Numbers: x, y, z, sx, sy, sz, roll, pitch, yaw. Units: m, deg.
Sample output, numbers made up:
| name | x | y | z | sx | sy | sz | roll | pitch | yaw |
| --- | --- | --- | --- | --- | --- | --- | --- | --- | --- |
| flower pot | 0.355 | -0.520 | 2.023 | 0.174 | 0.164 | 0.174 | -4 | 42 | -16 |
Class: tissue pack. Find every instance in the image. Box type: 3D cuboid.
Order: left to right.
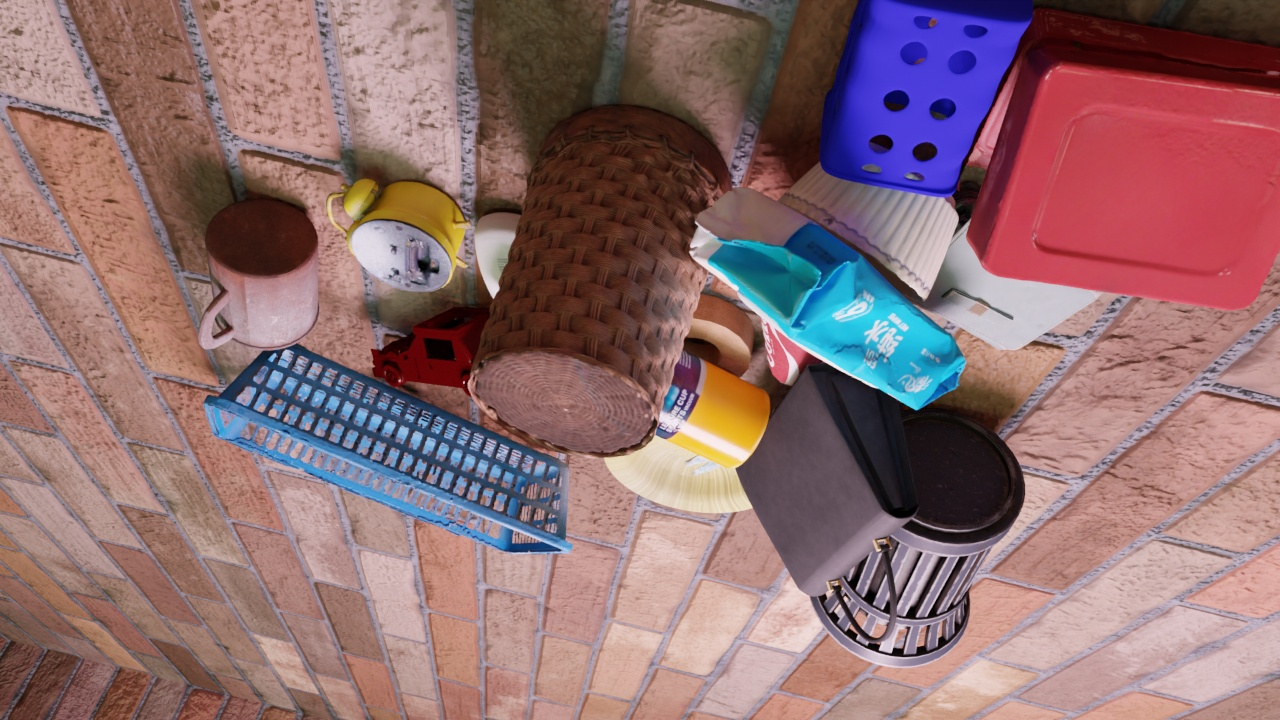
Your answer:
| name | x | y | z | sx | sy | sz | roll | pitch | yaw |
| --- | --- | --- | --- | --- | --- | --- | --- | --- | --- |
| tissue pack | 0.129 | -0.036 | 0.605 | 0.209 | 0.117 | 0.066 | 25 | 103 | -45 |

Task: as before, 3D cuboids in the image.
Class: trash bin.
| name | x | y | z | sx | sy | sz | roll | pitch | yaw |
| --- | --- | --- | --- | --- | --- | --- | --- | --- | --- |
| trash bin | -0.024 | -0.048 | 0.624 | 0.151 | 0.209 | 0.151 | 10 | 145 | 7 |
| trash bin | 0.257 | 0.164 | 0.864 | 0.164 | 0.163 | 0.228 | 9 | 140 | 7 |

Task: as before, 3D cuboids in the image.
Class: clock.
| name | x | y | z | sx | sy | sz | roll | pitch | yaw |
| --- | --- | --- | --- | --- | --- | --- | --- | --- | --- |
| clock | -0.197 | -0.103 | 0.738 | 0.118 | 0.057 | 0.083 | 16 | 145 | -3 |

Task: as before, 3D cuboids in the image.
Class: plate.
| name | x | y | z | sx | sy | sz | roll | pitch | yaw |
| --- | --- | --- | --- | --- | --- | --- | --- | --- | --- |
| plate | 0.056 | 0.093 | 0.932 | 0.184 | 0.036 | 0.185 | 8 | 143 | 6 |

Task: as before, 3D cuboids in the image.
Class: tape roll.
| name | x | y | z | sx | sy | sz | roll | pitch | yaw |
| --- | --- | --- | --- | --- | --- | --- | --- | --- | --- |
| tape roll | 0.051 | -0.017 | 0.796 | 0.094 | 0.027 | 0.094 | 9 | 144 | 7 |

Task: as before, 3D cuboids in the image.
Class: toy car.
| name | x | y | z | sx | sy | sz | roll | pitch | yaw |
| --- | --- | --- | --- | --- | --- | --- | --- | --- | --- |
| toy car | -0.170 | -0.010 | 0.831 | 0.170 | 0.070 | 0.062 | 6 | 115 | 33 |

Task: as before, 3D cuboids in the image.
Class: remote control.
| name | x | y | z | sx | sy | sz | roll | pitch | yaw |
| --- | --- | --- | --- | --- | --- | --- | --- | --- | --- |
| remote control | -0.103 | -0.076 | 0.767 | 0.060 | 0.028 | 0.114 | 3 | 143 | 16 |

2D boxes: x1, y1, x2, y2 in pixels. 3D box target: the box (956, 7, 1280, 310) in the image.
| name | x | y | z | sx | sy | sz | roll | pitch | yaw |
| --- | --- | --- | --- | --- | --- | --- | --- | --- | --- |
| box | 0.275 | -0.110 | 0.515 | 0.157 | 0.126 | 0.137 | 10 | 139 | 5 |

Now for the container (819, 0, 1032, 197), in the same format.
| name | x | y | z | sx | sy | sz | roll | pitch | yaw |
| --- | --- | --- | --- | --- | --- | --- | --- | --- | --- |
| container | 0.155 | -0.166 | 0.511 | 0.084 | 0.084 | 0.114 | 11 | 143 | 3 |

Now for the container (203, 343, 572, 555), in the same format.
| name | x | y | z | sx | sy | sz | roll | pitch | yaw |
| --- | --- | --- | --- | --- | --- | --- | --- | --- | --- |
| container | -0.253 | 0.097 | 0.957 | 0.362 | 0.089 | 0.258 | 26 | 160 | -16 |

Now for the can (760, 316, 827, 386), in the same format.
| name | x | y | z | sx | sy | sz | roll | pitch | yaw |
| --- | --- | --- | --- | --- | --- | --- | --- | --- | --- |
| can | 0.126 | -0.025 | 0.737 | 0.054 | 0.053 | 0.097 | 2 | 143 | 17 |

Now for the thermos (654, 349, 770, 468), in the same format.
| name | x | y | z | sx | sy | sz | roll | pitch | yaw |
| --- | --- | --- | --- | --- | --- | --- | --- | --- | --- |
| thermos | -0.004 | 0.004 | 0.760 | 0.232 | 0.076 | 0.091 | 26 | 106 | -15 |

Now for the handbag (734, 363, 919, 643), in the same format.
| name | x | y | z | sx | sy | sz | roll | pitch | yaw |
| --- | --- | --- | --- | --- | --- | --- | --- | --- | --- |
| handbag | 0.164 | 0.130 | 0.748 | 0.072 | 0.195 | 0.176 | -4 | 148 | -19 |

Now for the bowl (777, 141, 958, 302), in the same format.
| name | x | y | z | sx | sy | sz | roll | pitch | yaw |
| --- | --- | --- | --- | --- | --- | --- | --- | --- | --- |
| bowl | 0.153 | -0.095 | 0.594 | 0.115 | 0.115 | 0.062 | 31 | 98 | -23 |

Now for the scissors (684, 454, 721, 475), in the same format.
| name | x | y | z | sx | sy | sz | roll | pitch | yaw |
| --- | --- | --- | --- | --- | --- | --- | --- | --- | --- |
| scissors | 0.114 | 0.060 | 0.838 | 0.179 | 0.016 | 0.101 | -17 | 136 | 6 |

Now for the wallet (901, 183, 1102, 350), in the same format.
| name | x | y | z | sx | sy | sz | roll | pitch | yaw |
| --- | --- | --- | --- | --- | --- | --- | --- | --- | --- |
| wallet | 0.247 | -0.060 | 0.656 | 0.131 | 0.054 | 0.101 | 22 | 145 | -19 |

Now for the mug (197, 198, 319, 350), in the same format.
| name | x | y | z | sx | sy | sz | roll | pitch | yaw |
| --- | --- | --- | --- | --- | --- | --- | --- | --- | --- |
| mug | -0.332 | -0.064 | 0.784 | 0.096 | 0.122 | 0.110 | 27 | 142 | 6 |
